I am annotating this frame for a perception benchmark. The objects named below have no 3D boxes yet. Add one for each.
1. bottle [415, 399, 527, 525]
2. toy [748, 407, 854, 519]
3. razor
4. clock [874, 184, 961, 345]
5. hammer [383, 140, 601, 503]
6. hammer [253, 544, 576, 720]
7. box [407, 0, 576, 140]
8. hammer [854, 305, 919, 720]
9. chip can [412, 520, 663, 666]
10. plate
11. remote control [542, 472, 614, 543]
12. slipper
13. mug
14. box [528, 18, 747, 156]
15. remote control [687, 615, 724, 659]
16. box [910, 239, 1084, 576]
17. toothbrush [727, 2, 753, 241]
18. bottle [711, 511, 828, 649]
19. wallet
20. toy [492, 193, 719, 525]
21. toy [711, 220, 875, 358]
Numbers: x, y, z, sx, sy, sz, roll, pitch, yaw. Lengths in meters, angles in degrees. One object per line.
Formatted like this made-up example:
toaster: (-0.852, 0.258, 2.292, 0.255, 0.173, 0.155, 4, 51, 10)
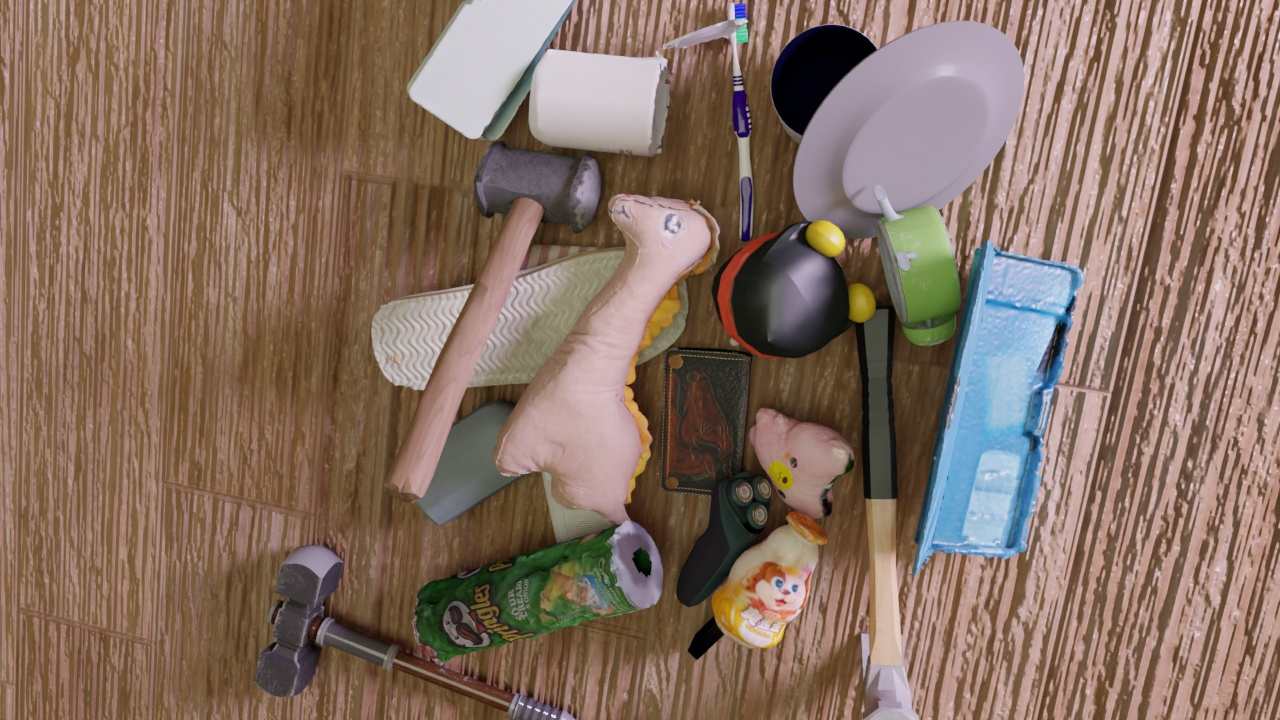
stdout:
bottle: (-0.129, 0.076, 0.803, 0.161, 0.046, 0.072, -32, 91, 15)
toy: (0.126, 0.077, 0.737, 0.093, 0.050, 0.103, 40, 146, 20)
razor: (0.065, 0.153, 0.763, 0.052, 0.047, 0.143, 53, 132, 36)
clock: (0.203, -0.065, 0.672, 0.042, 0.119, 0.094, -13, 57, 11)
hammer: (-0.116, -0.042, 0.679, 0.098, 0.327, 0.052, 11, 145, 11)
hammer: (-0.197, 0.290, 0.856, 0.322, 0.043, 0.156, 19, 102, 6)
box: (-0.099, -0.275, 0.727, 0.085, 0.096, 0.199, 32, 106, -26)
hammer: (0.188, 0.122, 0.717, 0.039, 0.131, 0.328, -2, 88, 12)
chip can: (-0.089, 0.197, 0.776, 0.224, 0.075, 0.075, -23, 93, 27)
plate: (0.192, -0.153, 0.648, 0.179, 0.178, 0.012, -36, 51, 15)
remote control: (-0.046, 0.148, 0.806, 0.060, 0.025, 0.138, -9, 98, 13)
slipper: (-0.092, -0.038, 0.769, 0.263, 0.052, 0.115, -10, 107, 1)
mug: (0.139, -0.181, 0.680, 0.079, 0.096, 0.112, -1, 98, 12)
box: (-0.003, -0.217, 0.710, 0.160, 0.084, 0.119, 11, 103, 8)
remote control: (0.097, 0.196, 0.778, 0.013, 0.034, 0.150, 44, 104, 6)
box: (0.243, 0.032, 0.667, 0.066, 0.172, 0.232, 17, 98, 45)
toothbrush: (0.082, -0.189, 0.734, 0.016, 0.015, 0.187, -3, 98, 7)
bottle: (0.104, 0.171, 0.721, 0.063, 0.063, 0.109, 32, 103, 6)
wallet: (0.054, 0.052, 0.773, 0.072, 0.019, 0.123, 4, 99, 11)
toy: (-0.004, 0.004, 0.735, 0.196, 0.065, 0.264, 35, 96, -24)
toy: (0.102, -0.052, 0.705, 0.099, 0.119, 0.097, -41, 116, -15)
